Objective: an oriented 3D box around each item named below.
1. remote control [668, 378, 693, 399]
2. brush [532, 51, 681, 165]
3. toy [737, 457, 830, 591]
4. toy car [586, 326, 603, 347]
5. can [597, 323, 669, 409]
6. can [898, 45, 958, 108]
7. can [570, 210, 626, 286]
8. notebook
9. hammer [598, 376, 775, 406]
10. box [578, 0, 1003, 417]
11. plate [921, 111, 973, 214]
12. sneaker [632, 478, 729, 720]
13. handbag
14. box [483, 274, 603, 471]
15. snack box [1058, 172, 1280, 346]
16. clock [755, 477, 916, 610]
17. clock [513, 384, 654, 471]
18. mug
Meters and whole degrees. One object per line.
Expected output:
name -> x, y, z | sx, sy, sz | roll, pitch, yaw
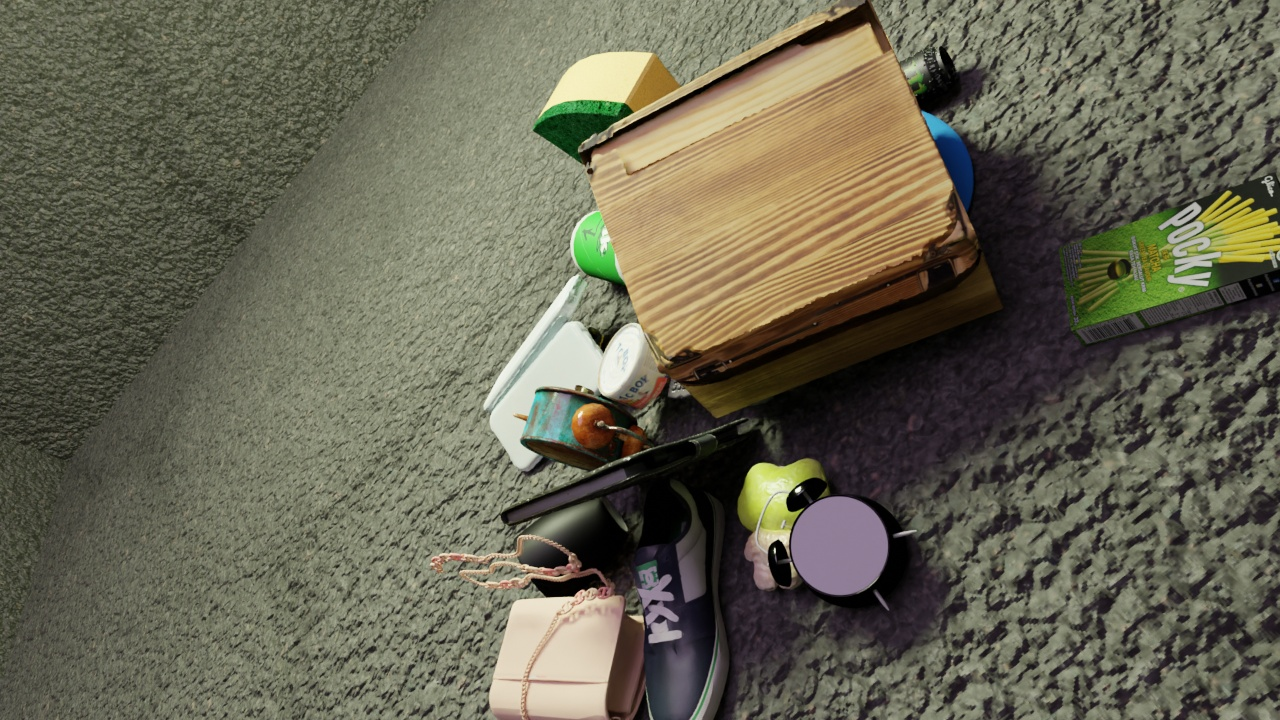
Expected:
remote control -> 0.055, -0.020, 0.938 | 0.047, 0.009, 0.124 | -10, 61, 53
brush -> 0.020, -0.232, 1.032 | 0.195, 0.250, 0.075 | 15, 74, 57
toy -> 0.122, 0.141, 0.793 | 0.092, 0.046, 0.115 | -13, 60, 40
toy car -> -0.080, -0.020, 1.167 | 0.107, 0.030, 0.049 | 17, 74, 57
can -> -0.006, 0.006, 0.975 | 0.086, 0.043, 0.086 | -42, 34, 38
can -> 0.258, -0.275, 0.960 | 0.138, 0.054, 0.053 | -23, 46, 37
can -> -0.021, -0.139, 1.145 | 0.140, 0.087, 0.087 | 22, 79, 54
notebook -> -0.004, 0.103, 0.854 | 0.170, 0.208, 0.029 | -26, 83, 34
hammer -> 0.028, 0.012, 1.010 | 0.329, 0.052, 0.097 | -12, 54, 48
box -> 0.126, -0.117, 0.792 | 0.280, 0.220, 0.258 | -22, 55, 19
plate -> 0.216, -0.153, 0.912 | 0.225, 0.024, 0.224 | -15, 59, 25
sneaker -> 0.025, 0.215, 0.815 | 0.084, 0.079, 0.234 | -24, 46, 35
handbag -> -0.110, 0.259, 0.843 | 0.199, 0.187, 0.116 | -13, 46, 38
box -> -0.121, 0.014, 1.123 | 0.211, 0.084, 0.185 | -48, 37, 33
snack box -> 0.389, -0.071, 0.668 | 0.148, 0.025, 0.080 | -21, 48, 38
clock -> 0.149, 0.144, 0.725 | 0.121, 0.042, 0.091 | 18, 82, 30
clock -> -0.053, 0.072, 0.989 | 0.158, 0.121, 0.073 | 2, 68, 43
mug -> -0.067, 0.184, 0.959 | 0.100, 0.085, 0.119 | -37, 7, 3
